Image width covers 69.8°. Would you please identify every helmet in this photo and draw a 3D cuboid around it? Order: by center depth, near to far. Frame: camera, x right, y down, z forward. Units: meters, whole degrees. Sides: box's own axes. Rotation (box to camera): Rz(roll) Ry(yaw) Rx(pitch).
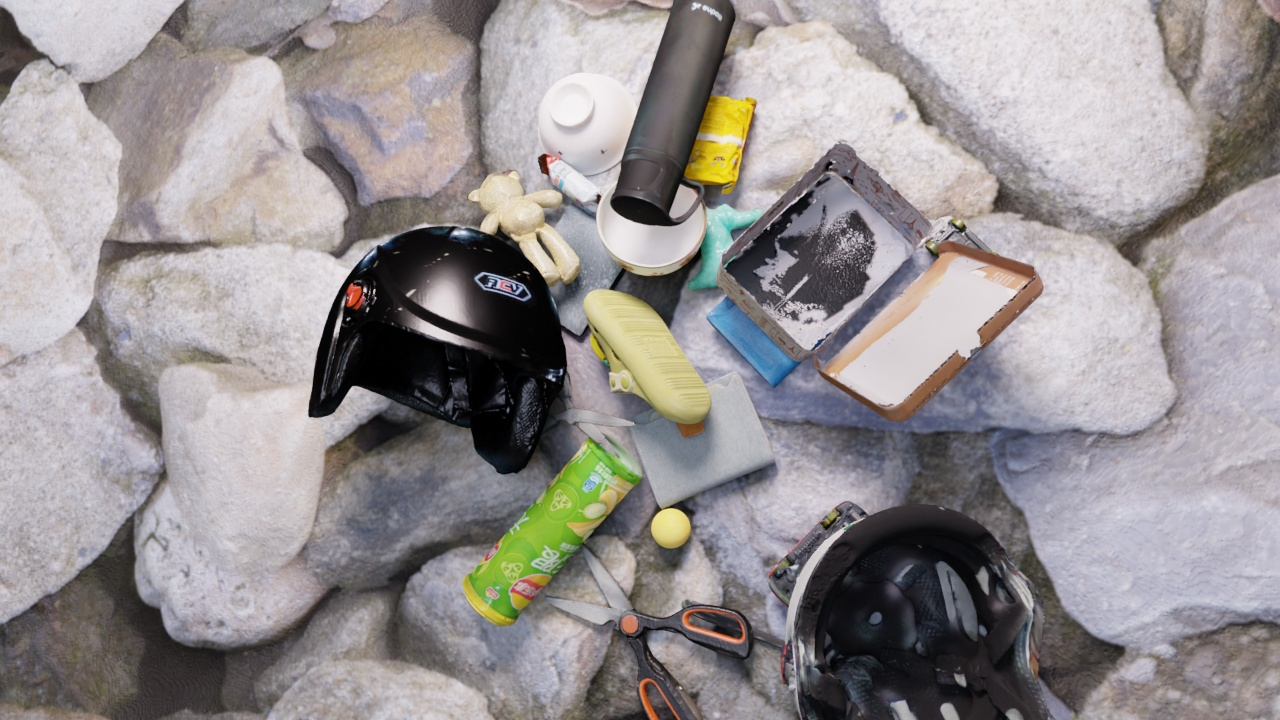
[{"bbox_3d":[0.228,0.259,0.819,0.230,0.157,0.274,-19,89,-9],"label":"helmet"},{"bbox_3d":[-0.190,-0.024,0.912,0.276,0.233,0.229,-21,56,50],"label":"helmet"}]

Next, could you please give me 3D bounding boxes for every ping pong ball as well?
[{"bbox_3d":[0.031,0.173,0.943,0.040,0.040,0.040,-2,83,13],"label":"ping pong ball"}]

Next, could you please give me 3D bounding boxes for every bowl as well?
[{"bbox_3d":[0.013,-0.135,0.959,0.113,0.062,0.113,-1,68,2],"label":"bowl"},{"bbox_3d":[-0.066,-0.269,1.006,0.118,0.064,0.118,-1,83,13],"label":"bowl"}]

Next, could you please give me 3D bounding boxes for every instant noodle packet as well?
[{"bbox_3d":[0.051,-0.238,0.985,0.128,0.044,0.110,12,80,11],"label":"instant noodle packet"}]

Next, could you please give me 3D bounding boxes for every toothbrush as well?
[{"bbox_3d":[0.124,0.279,0.922,0.181,0.018,0.015,20,96,17],"label":"toothbrush"}]

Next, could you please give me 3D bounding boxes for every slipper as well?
[{"bbox_3d":[-0.006,0.006,0.938,0.082,0.091,0.190,-53,55,24],"label":"slipper"}]

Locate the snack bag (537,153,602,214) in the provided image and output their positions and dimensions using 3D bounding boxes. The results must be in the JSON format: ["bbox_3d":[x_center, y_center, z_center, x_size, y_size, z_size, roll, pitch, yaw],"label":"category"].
[{"bbox_3d":[-0.070,-0.190,1.005,0.105,0.045,0.026,40,70,21],"label":"snack bag"}]

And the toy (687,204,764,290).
[{"bbox_3d":[0.088,-0.126,0.970,0.096,0.030,0.092,-14,83,9],"label":"toy"}]

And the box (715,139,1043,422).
[{"bbox_3d":[0.209,-0.068,0.854,0.179,0.130,0.272,-44,56,-4],"label":"box"}]

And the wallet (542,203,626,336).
[{"bbox_3d":[-0.071,-0.100,1.013,0.097,0.019,0.121,34,94,17],"label":"wallet"}]

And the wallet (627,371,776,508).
[{"bbox_3d":[0.060,0.080,0.949,0.130,0.037,0.106,-24,79,10],"label":"wallet"}]

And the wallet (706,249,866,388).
[{"bbox_3d":[0.148,-0.054,0.944,0.133,0.040,0.106,-43,80,4],"label":"wallet"}]

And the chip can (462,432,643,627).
[{"bbox_3d":[-0.090,0.174,0.956,0.072,0.072,0.221,42,94,14],"label":"chip can"}]

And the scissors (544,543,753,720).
[{"bbox_3d":[0.013,0.280,0.945,0.225,0.021,0.220,-20,78,16],"label":"scissors"}]

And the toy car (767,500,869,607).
[{"bbox_3d":[0.179,0.192,0.902,0.120,0.045,0.053,-44,74,-1],"label":"toy car"}]

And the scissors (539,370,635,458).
[{"bbox_3d":[-0.072,0.059,0.956,0.166,0.014,0.162,-35,52,28],"label":"scissors"}]

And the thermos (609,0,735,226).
[{"bbox_3d":[0.042,-0.253,0.935,0.090,0.069,0.242,21,75,-19],"label":"thermos"}]

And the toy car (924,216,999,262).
[{"bbox_3d":[0.320,-0.102,0.908,0.042,0.035,0.090,-42,76,4],"label":"toy car"}]

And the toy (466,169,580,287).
[{"bbox_3d":[-0.124,-0.143,1.000,0.105,0.066,0.157,-31,67,-18],"label":"toy"}]
